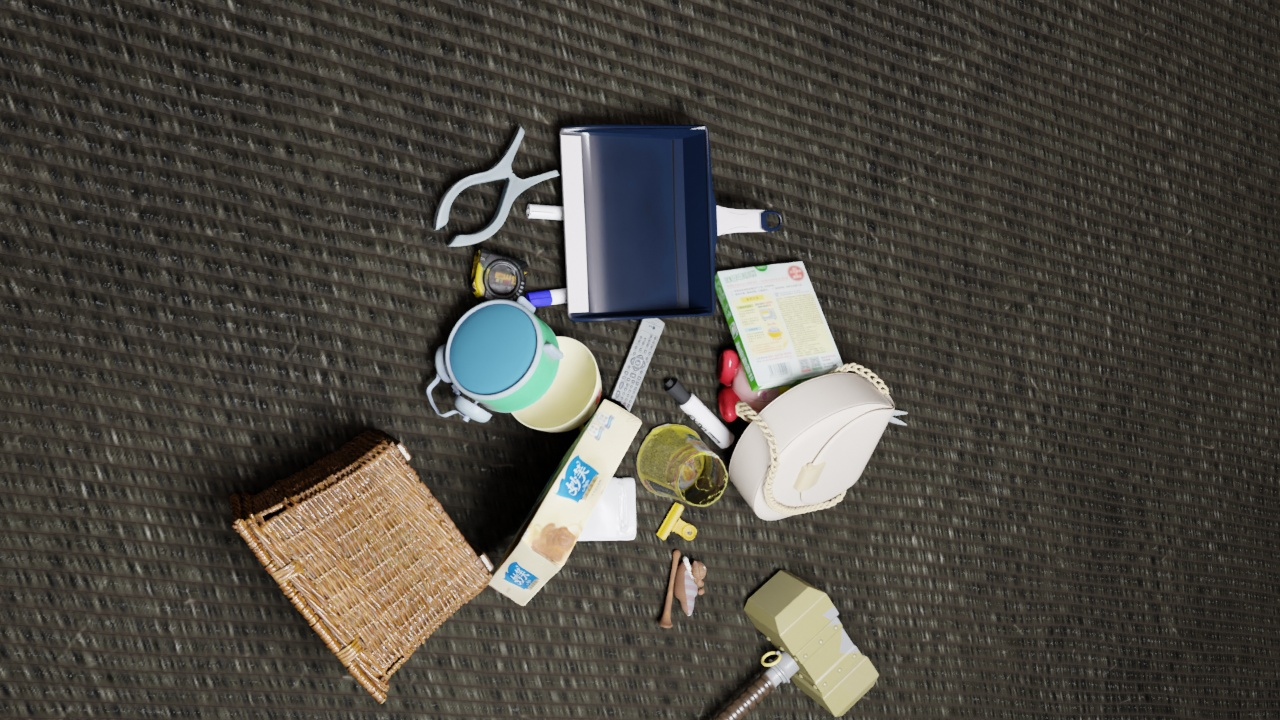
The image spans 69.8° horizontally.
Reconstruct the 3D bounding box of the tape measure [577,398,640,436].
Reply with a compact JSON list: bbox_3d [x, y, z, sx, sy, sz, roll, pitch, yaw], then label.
[{"bbox_3d":[-0.042,0.085,1.157,0.072,0.042,0.071,39,101,-17],"label":"tape measure"}]

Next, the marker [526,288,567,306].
[{"bbox_3d":[-0.072,-0.083,1.144,0.141,0.020,0.020,-9,99,-20],"label":"marker"}]

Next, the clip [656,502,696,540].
[{"bbox_3d":[0.051,0.222,1.230,0.046,0.035,0.053,31,82,-3],"label":"clip"}]

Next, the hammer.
[{"bbox_3d":[0.145,0.463,1.244,0.324,0.101,0.190,-38,108,-14],"label":"hammer"}]

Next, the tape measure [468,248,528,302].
[{"bbox_3d":[-0.170,-0.094,1.097,0.067,0.038,0.062,13,83,-25],"label":"tape measure"}]

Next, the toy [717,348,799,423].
[{"bbox_3d":[0.167,0.026,1.231,0.131,0.097,0.124,-2,74,-7],"label":"toy"}]

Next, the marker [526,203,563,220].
[{"bbox_3d":[-0.075,-0.180,1.133,0.133,0.020,0.017,1,115,-22],"label":"marker"}]

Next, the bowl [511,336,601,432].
[{"bbox_3d":[-0.095,0.039,1.114,0.118,0.118,0.074,-54,153,-9],"label":"bowl"}]

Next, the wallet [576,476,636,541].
[{"bbox_3d":[-0.062,0.189,1.175,0.116,0.032,0.086,7,82,-20],"label":"wallet"}]

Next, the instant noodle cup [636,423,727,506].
[{"bbox_3d":[0.058,0.138,1.171,0.102,0.108,0.102,-3,98,-20],"label":"instant noodle cup"}]

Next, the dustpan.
[{"bbox_3d":[0.045,-0.171,1.138,0.272,0.080,0.236,-5,95,-31],"label":"dustpan"}]

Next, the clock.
[{"bbox_3d":[-0.175,0.007,1.067,0.162,0.075,0.122,-35,66,4],"label":"clock"}]

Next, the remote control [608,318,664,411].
[{"bbox_3d":[-0.007,0.007,1.183,0.033,0.013,0.136,22,87,-22],"label":"remote control"}]

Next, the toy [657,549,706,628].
[{"bbox_3d":[0.058,0.307,1.227,0.055,0.041,0.101,10,83,0],"label":"toy"}]

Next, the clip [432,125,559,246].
[{"bbox_3d":[-0.186,-0.211,1.082,0.163,0.028,0.108,-41,110,-14],"label":"clip"}]

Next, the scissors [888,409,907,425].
[{"bbox_3d":[0.319,0.072,1.316,0.149,0.019,0.122,-30,102,-22],"label":"scissors"}]

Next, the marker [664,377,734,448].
[{"bbox_3d":[0.076,0.068,1.216,0.126,0.025,0.025,45,79,-19],"label":"marker"}]

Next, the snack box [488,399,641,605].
[{"bbox_3d":[-0.087,0.163,1.048,0.055,0.154,0.206,33,52,-3],"label":"snack box"}]

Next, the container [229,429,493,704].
[{"bbox_3d":[-0.299,0.208,1.016,0.182,0.162,0.250,-37,107,-20],"label":"container"}]

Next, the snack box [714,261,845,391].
[{"bbox_3d":[0.180,-0.047,1.203,0.131,0.027,0.168,-9,69,-21],"label":"snack box"}]

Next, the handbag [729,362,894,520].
[{"bbox_3d":[0.216,0.109,1.199,0.208,0.103,0.211,-16,140,-27],"label":"handbag"}]
